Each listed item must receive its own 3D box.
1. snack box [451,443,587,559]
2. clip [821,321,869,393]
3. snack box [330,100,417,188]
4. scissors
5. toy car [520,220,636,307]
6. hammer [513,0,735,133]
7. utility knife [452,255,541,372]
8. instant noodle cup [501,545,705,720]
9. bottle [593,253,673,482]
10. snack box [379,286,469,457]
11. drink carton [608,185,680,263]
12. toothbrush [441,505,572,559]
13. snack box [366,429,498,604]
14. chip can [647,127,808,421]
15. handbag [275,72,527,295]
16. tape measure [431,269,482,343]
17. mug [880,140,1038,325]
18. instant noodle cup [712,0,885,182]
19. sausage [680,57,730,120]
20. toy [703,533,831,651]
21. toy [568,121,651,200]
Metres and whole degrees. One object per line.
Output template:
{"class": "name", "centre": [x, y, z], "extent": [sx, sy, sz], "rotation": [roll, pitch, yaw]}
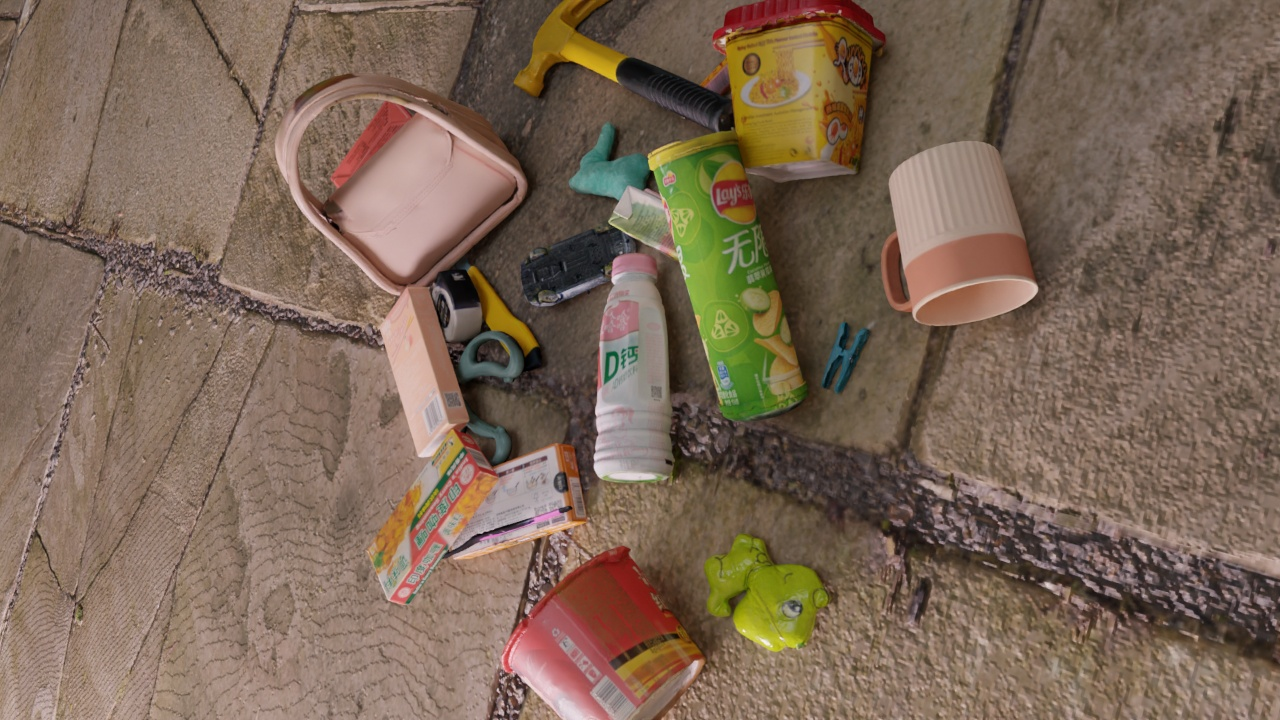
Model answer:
{"class": "snack box", "centre": [-0.123, 0.136, 0.875], "extent": [0.154, 0.026, 0.075], "rotation": [-22, 69, 30]}
{"class": "clip", "centre": [0.159, -0.002, 0.714], "extent": [0.047, 0.014, 0.057], "rotation": [25, 96, 34]}
{"class": "snack box", "centre": [-0.247, -0.213, 0.982], "extent": [0.044, 0.127, 0.113], "rotation": [48, 109, 16]}
{"class": "scissors", "centre": [-0.169, 0.019, 0.929], "extent": [0.177, 0.019, 0.171], "rotation": [39, 113, 39]}
{"class": "toy car", "centre": [-0.059, -0.090, 0.873], "extent": [0.121, 0.036, 0.054], "rotation": [-22, 68, 19]}
{"class": "hammer", "centre": [-0.011, -0.272, 0.861], "extent": [0.301, 0.032, 0.129], "rotation": [40, 103, 41]}
{"class": "utility knife", "centre": [-0.157, -0.064, 0.947], "extent": [0.033, 0.015, 0.216], "rotation": [-47, 58, 14]}
{"class": "instant noodle cup", "centre": [-0.025, 0.235, 0.724], "extent": [0.108, 0.137, 0.138], "rotation": [44, 105, 24]}
{"class": "bottle", "centre": [-0.005, 0.005, 0.797], "extent": [0.068, 0.068, 0.196], "rotation": [-9, 72, 33]}
{"class": "snack box", "centre": [-0.225, 0.012, 0.946], "extent": [0.085, 0.026, 0.157], "rotation": [-41, 62, 44]}
{"class": "drink carton", "centre": [0.035, -0.110, 0.799], "extent": [0.122, 0.053, 0.045], "rotation": [33, 98, 35]}
{"class": "toothbrush", "centre": [-0.136, 0.158, 0.853], "extent": [0.190, 0.014, 0.017], "rotation": [-24, 59, 30]}
{"class": "snack box", "centre": [-0.202, 0.150, 0.885], "extent": [0.156, 0.027, 0.077], "rotation": [-54, 42, 7]}
{"class": "chip can", "centre": [0.069, -0.062, 0.710], "extent": [0.073, 0.072, 0.221], "rotation": [-14, 95, 32]}
{"class": "handbag", "centre": [-0.242, -0.182, 0.889], "extent": [0.193, 0.234, 0.093], "rotation": [-42, 59, 9]}
{"class": "tape measure", "centre": [-0.190, -0.052, 0.944], "extent": [0.066, 0.033, 0.066], "rotation": [60, 143, 28]}
{"class": "mug", "centre": [0.217, -0.083, 0.658], "extent": [0.115, 0.081, 0.105], "rotation": [-37, 55, 57]}
{"class": "instant noodle cup", "centre": [0.126, -0.211, 0.728], "extent": [0.116, 0.116, 0.123], "rotation": [1, 92, 35]}
{"class": "sausage", "centre": [0.095, -0.273, 0.811], "extent": [0.165, 0.021, 0.021], "rotation": [-42, 59, 20]}
{"class": "toy", "centre": [0.095, 0.182, 0.710], "extent": [0.097, 0.031, 0.100], "rotation": [-41, 55, 21]}
{"class": "toy", "centre": [-0.028, -0.181, 0.874], "extent": [0.092, 0.030, 0.096], "rotation": [13, 82, 34]}
